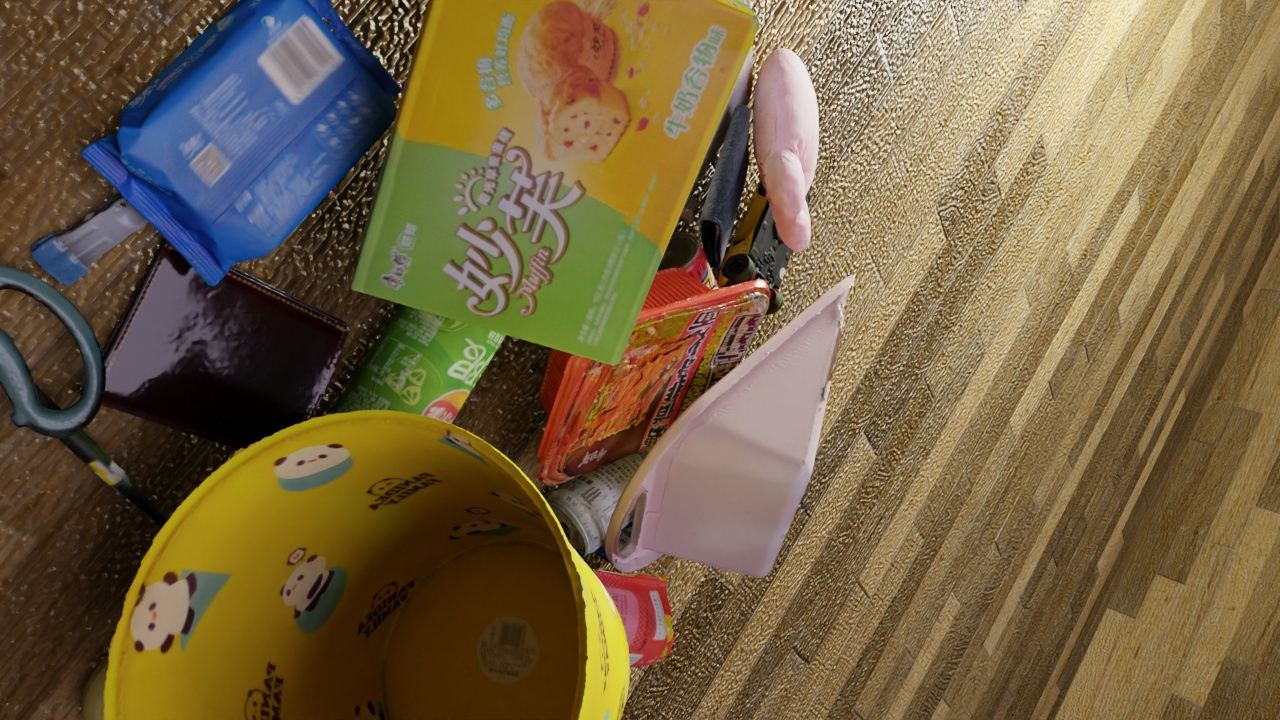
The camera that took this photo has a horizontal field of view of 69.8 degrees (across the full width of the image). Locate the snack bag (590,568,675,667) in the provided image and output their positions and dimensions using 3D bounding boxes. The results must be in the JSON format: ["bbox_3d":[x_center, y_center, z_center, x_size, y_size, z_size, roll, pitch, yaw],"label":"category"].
[{"bbox_3d":[-0.064,0.224,0.761,0.207,0.073,0.129,12,108,-43],"label":"snack bag"}]

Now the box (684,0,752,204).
[{"bbox_3d":[0.007,-0.216,0.612,0.178,0.124,0.274,-58,138,-20],"label":"box"}]

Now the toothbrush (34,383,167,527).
[{"bbox_3d":[-0.291,0.051,0.489,0.012,0.017,0.186,-44,130,-23],"label":"toothbrush"}]

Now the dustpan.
[{"bbox_3d":[0.075,0.064,0.785,0.223,0.139,0.272,98,10,-45],"label":"dustpan"}]

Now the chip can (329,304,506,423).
[{"bbox_3d":[-0.120,-0.027,0.593,0.072,0.073,0.221,42,74,-46],"label":"chip can"}]

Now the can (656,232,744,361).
[{"bbox_3d":[0.046,-0.041,0.776,0.053,0.053,0.133,-49,134,-22],"label":"can"}]

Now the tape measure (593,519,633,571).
[{"bbox_3d":[-0.022,0.150,0.801,0.054,0.025,0.058,-58,141,-15],"label":"tape measure"}]

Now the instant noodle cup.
[{"bbox_3d":[-0.004,0.004,0.691,0.188,0.079,0.165,-19,145,-38],"label":"instant noodle cup"}]

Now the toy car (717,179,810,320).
[{"bbox_3d":[0.112,-0.106,0.828,0.071,0.041,0.155,40,67,-46],"label":"toy car"}]

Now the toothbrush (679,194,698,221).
[{"bbox_3d":[-0.010,-0.165,0.694,0.021,0.029,0.189,-34,138,16],"label":"toothbrush"}]

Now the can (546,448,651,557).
[{"bbox_3d":[-0.012,0.101,0.767,0.146,0.058,0.058,-35,128,-33],"label":"can"}]

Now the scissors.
[{"bbox_3d":[-0.342,-0.004,0.400,0.179,0.019,0.172,-44,125,-17],"label":"scissors"}]

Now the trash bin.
[{"bbox_3d":[-0.115,0.174,0.526,0.229,0.230,0.255,-59,162,-12],"label":"trash bin"}]

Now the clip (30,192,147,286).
[{"bbox_3d":[-0.274,-0.063,0.459,0.057,0.029,0.025,-43,130,-14],"label":"clip"}]

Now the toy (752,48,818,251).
[{"bbox_3d":[0.118,-0.171,0.744,0.121,0.054,0.159,61,28,-57],"label":"toy"}]

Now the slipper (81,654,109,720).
[{"bbox_3d":[-0.250,0.239,0.556,0.091,0.082,0.191,-45,130,-21],"label":"slipper"}]

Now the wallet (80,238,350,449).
[{"bbox_3d":[-0.234,-0.002,0.523,0.122,0.020,0.096,32,76,-47],"label":"wallet"}]

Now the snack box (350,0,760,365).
[{"bbox_3d":[-0.051,-0.117,0.498,0.157,0.070,0.210,16,112,-18],"label":"snack box"}]

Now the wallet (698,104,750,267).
[{"bbox_3d":[0.072,-0.136,0.745,0.121,0.019,0.097,62,45,-76],"label":"wallet"}]

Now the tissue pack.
[{"bbox_3d":[-0.202,-0.124,0.481,0.156,0.052,0.095,-55,135,-20],"label":"tissue pack"}]
